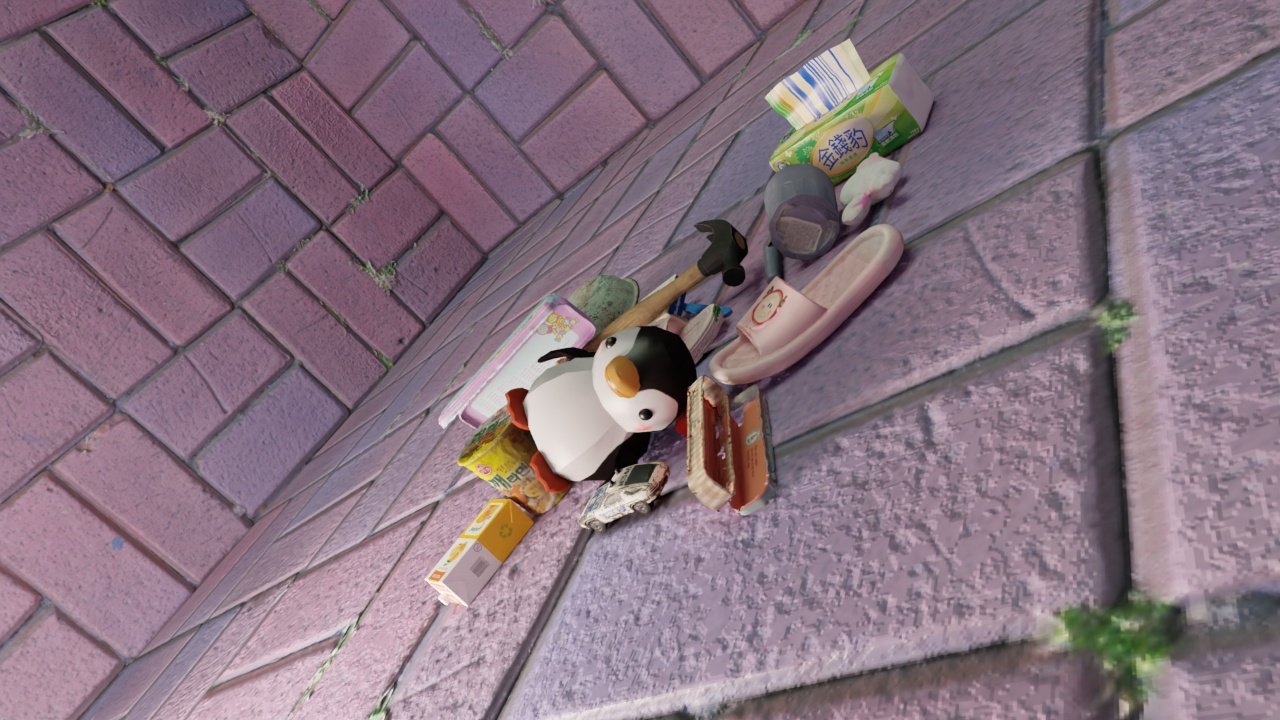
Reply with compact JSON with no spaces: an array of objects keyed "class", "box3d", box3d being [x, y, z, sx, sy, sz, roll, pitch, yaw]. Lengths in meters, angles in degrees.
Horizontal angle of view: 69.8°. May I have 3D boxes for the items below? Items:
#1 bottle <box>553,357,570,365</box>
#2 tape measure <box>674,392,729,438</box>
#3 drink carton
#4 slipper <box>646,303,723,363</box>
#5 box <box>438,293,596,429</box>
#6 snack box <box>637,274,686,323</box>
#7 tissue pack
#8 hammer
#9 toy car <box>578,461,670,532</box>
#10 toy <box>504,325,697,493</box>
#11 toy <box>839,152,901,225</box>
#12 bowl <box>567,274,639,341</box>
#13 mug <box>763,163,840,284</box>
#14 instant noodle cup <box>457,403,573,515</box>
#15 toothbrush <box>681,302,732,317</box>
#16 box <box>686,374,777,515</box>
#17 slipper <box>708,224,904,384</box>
[{"class":"bottle","box3d":[-0.098,0.050,1.177,0.109,0.063,0.063,-62,9,20]},{"class":"tape measure","box3d":[0.060,0.050,0.894,0.059,0.019,0.051,-52,14,-2]},{"class":"drink carton","box3d":[-0.180,0.213,1.015,0.122,0.040,0.059,-51,18,-26]},{"class":"slipper","box3d":[-0.006,0.006,1.089,0.240,0.064,0.094,-39,16,20]},{"class":"box","box3d":[-0.162,0.006,1.168,0.214,0.062,0.140,-46,-22,9]},{"class":"snack box","box3d":[0.001,-0.048,1.238,0.150,0.026,0.081,-34,28,39]},{"class":"tissue pack","box3d":[0.247,-0.317,1.165,0.198,0.141,0.120,-31,20,36]},{"class":"hammer","box3d":[0.008,-0.066,1.168,0.306,0.040,0.132,-36,31,27]},{"class":"toy car","box3d":[-0.020,0.124,0.860,0.113,0.040,0.048,-31,19,39]},{"class":"toy","box3d":[-0.017,0.036,0.923,0.185,0.159,0.139,-36,-18,32]},{"class":"toy","box3d":[0.256,-0.195,1.022,0.076,0.037,0.125,-38,16,29]},{"class":"bowl","box3d":[-0.071,-0.065,1.295,0.158,0.038,0.157,-36,30,24]},{"class":"mug","box3d":[0.176,-0.154,1.058,0.103,0.084,0.124,-79,15,-61]},{"class":"instant noodle cup","box3d":[-0.135,0.115,1.035,0.102,0.108,0.102,-39,17,14]},{"class":"toothbrush","box3d":[0.077,-0.062,1.166,0.016,0.014,0.167,-47,20,-12]},{"class":"box","box3d":[0.073,0.063,0.772,0.076,0.055,0.186,-7,24,6]},{"class":"slipper","box3d":[0.155,-0.053,0.871,0.222,0.055,0.106,-40,18,8]}]
